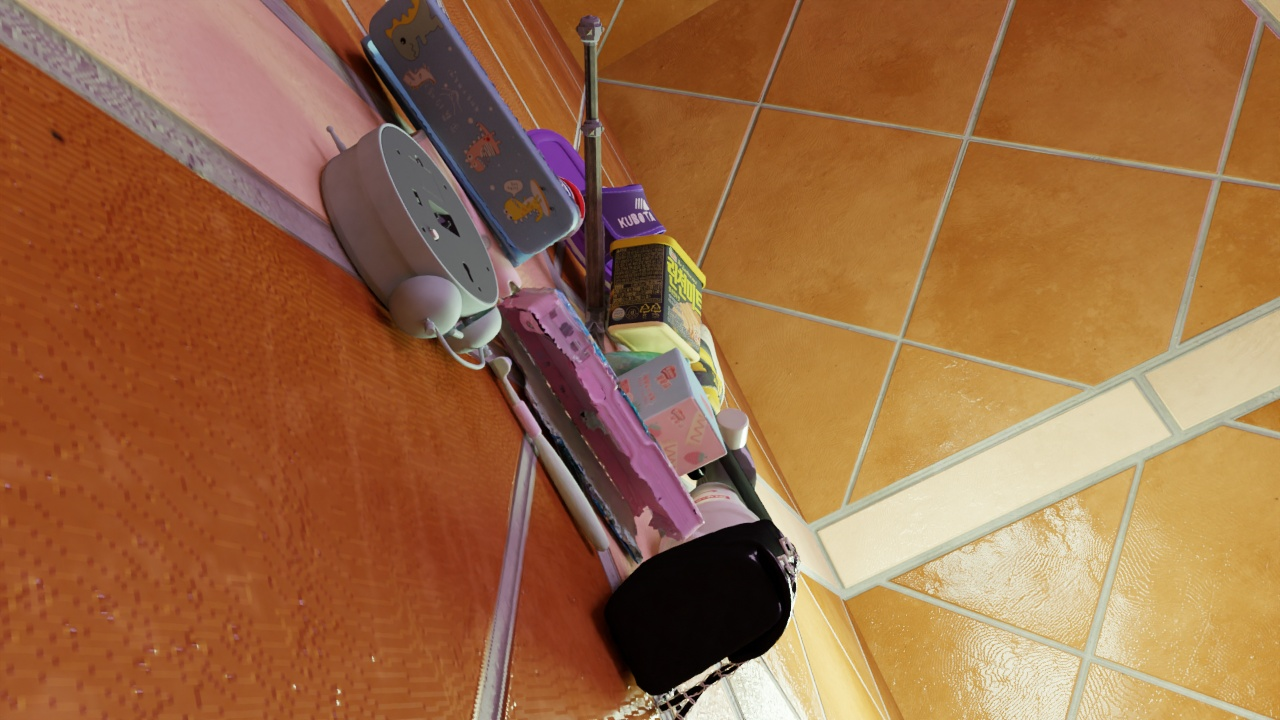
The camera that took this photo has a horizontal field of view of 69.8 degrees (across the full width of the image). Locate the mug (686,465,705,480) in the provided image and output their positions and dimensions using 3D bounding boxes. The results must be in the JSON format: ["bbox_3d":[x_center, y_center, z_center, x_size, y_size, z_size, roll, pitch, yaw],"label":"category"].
[{"bbox_3d":[0.037,0.073,0.984,0.118,0.082,0.098,62,8,-7],"label":"mug"}]

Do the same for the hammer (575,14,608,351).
[{"bbox_3d":[-0.048,-0.183,0.929,0.146,0.028,0.317,-90,-179,-61],"label":"hammer"}]

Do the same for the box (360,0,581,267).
[{"bbox_3d":[-0.137,-0.167,0.695,0.209,0.043,0.125,55,-30,-10],"label":"box"}]

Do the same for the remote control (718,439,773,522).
[{"bbox_3d":[0.107,0.129,0.964,0.147,0.015,0.033,58,-1,-35],"label":"remote control"}]

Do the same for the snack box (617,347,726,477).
[{"bbox_3d":[0.018,0.057,0.873,0.079,0.095,0.093,57,9,-29],"label":"snack box"}]

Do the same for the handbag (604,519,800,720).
[{"bbox_3d":[0.058,0.177,0.631,0.114,0.125,0.153,64,8,10],"label":"handbag"}]

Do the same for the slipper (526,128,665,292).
[{"bbox_3d":[-0.045,-0.191,1.099,0.107,0.084,0.266,-22,71,-47],"label":"slipper"}]

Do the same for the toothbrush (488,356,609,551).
[{"bbox_3d":[-0.062,0.066,0.637,0.155,0.015,0.022,61,-26,-4],"label":"toothbrush"}]

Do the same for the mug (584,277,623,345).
[{"bbox_3d":[-0.022,-0.078,1.150,0.111,0.084,0.103,37,28,-13],"label":"mug"}]

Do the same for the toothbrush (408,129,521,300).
[{"bbox_3d":[-0.118,-0.080,0.721,0.222,0.027,0.026,57,-16,-26],"label":"toothbrush"}]

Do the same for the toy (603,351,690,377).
[{"bbox_3d":[-0.006,0.006,0.954,0.105,0.085,0.033,-3,90,-60],"label":"toy"}]

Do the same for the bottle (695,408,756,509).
[{"bbox_3d":[0.097,0.128,1.042,0.083,0.046,0.174,-108,-165,-48],"label":"bottle"}]

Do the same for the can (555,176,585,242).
[{"bbox_3d":[-0.099,-0.154,0.924,0.070,0.070,0.132,61,8,-4],"label":"can"}]

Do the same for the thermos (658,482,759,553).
[{"bbox_3d":[0.071,0.172,0.883,0.099,0.099,0.220,62,3,0],"label":"thermos"}]

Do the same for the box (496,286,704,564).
[{"bbox_3d":[-0.044,0.055,0.715,0.230,0.070,0.085,58,-22,-20],"label":"box"}]

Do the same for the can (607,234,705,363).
[{"bbox_3d":[0.018,-0.061,0.995,0.130,0.073,0.101,39,51,-60],"label":"can"}]

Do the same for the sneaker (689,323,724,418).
[{"bbox_3d":[0.062,0.060,1.164,0.239,0.086,0.121,73,15,-56],"label":"sneaker"}]

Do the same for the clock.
[{"bbox_3d":[-0.131,-0.066,0.547,0.159,0.045,0.122,65,9,14],"label":"clock"}]
